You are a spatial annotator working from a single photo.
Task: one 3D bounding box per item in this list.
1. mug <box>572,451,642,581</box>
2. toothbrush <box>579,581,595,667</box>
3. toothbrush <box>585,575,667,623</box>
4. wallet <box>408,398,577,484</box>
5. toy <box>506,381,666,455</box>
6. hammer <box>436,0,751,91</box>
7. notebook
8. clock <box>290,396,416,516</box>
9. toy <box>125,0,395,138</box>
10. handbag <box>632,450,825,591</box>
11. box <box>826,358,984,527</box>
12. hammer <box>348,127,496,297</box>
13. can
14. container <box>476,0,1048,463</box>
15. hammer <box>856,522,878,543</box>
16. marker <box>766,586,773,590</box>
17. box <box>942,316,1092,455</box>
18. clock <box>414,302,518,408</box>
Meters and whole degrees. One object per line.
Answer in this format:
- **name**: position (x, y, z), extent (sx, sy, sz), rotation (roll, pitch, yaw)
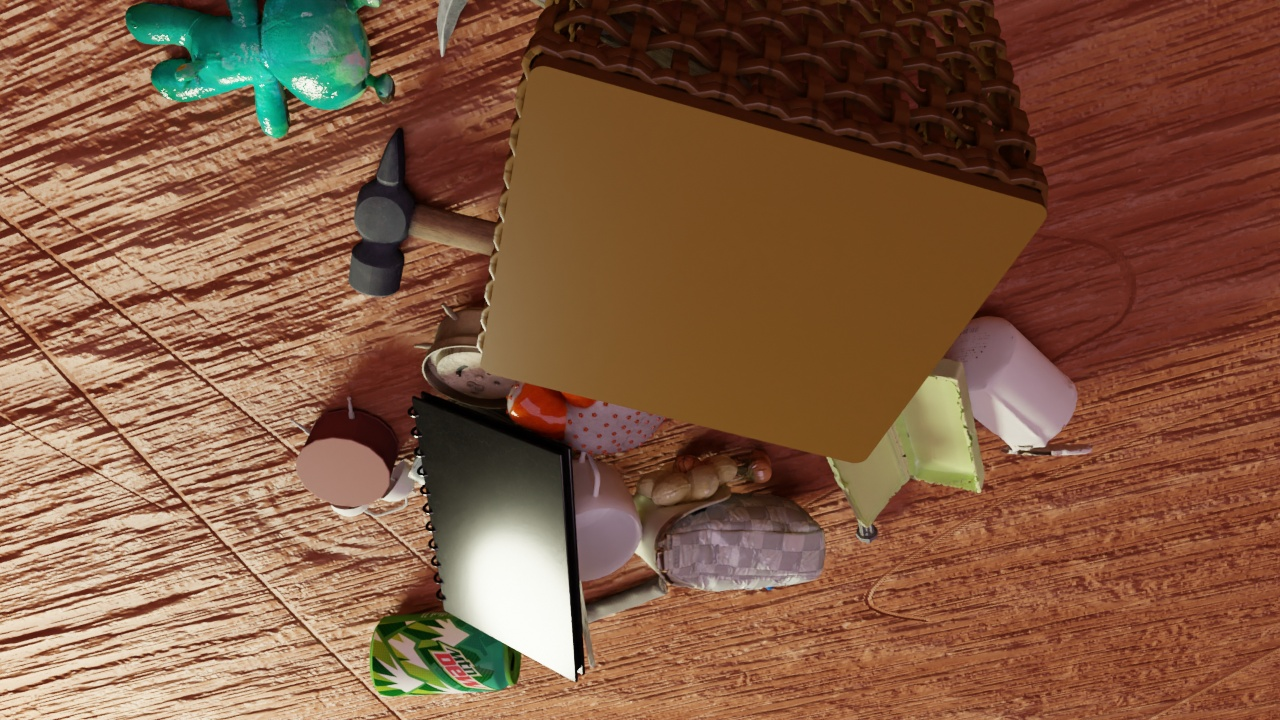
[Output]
- **mug**: position (-0.049, 0.129, 0.795), extent (0.094, 0.068, 0.116), rotation (-3, 125, -20)
- **toothbrush**: position (-0.056, 0.195, 0.829), extent (0.010, 0.181, 0.010), rotation (18, 122, -28)
- **toothbrush**: position (-0.056, 0.270, 0.979), extent (0.186, 0.024, 0.022), rotation (-26, 82, 18)
- **wallet**: position (-0.133, 0.090, 0.832), extent (0.131, 0.054, 0.100), rotation (29, 109, -19)
- **toy**: position (-0.004, 0.004, 0.709), extent (0.163, 0.092, 0.173), rotation (1, 149, -40)
- **hammer**: position (0.019, -0.206, 0.633), extent (0.316, 0.028, 0.147), rotation (25, 128, -16)
- **notebook**: position (-0.122, 0.149, 0.776), extent (0.169, 0.019, 0.232), rotation (17, 122, 31)
- **clock**: position (-0.261, 0.097, 0.841), extent (0.087, 0.044, 0.124), rotation (-20, 123, 14)
- **toy**: position (-0.251, -0.206, 0.612), extent (0.193, 0.072, 0.131), rotation (0, 126, 11)
- **handbag**: position (0.080, 0.144, 0.836), extent (0.171, 0.112, 0.123), rotation (4, 92, -17)
- **box**: position (0.220, 0.066, 0.777), extent (0.133, 0.061, 0.188), rotation (-24, 138, 11)
- **hammer**: position (-0.059, -0.082, 0.719), extent (0.321, 0.040, 0.130), rotation (13, 121, -10)
- **can**: position (-0.203, 0.308, 0.969), extent (0.144, 0.083, 0.083), rotation (-4, 126, 3)
- **container**: position (0.057, -0.109, 0.550), extent (0.251, 0.213, 0.220), rotation (14, 138, -5)
- **hammer**: position (0.186, 0.057, 0.817), extent (0.098, 0.044, 0.322), rotation (-12, 127, 9)
- **marker**: position (0.096, 0.188, 0.925), extent (0.013, 0.013, 0.142), rotation (-30, 120, 20)
- **box**: position (0.319, 0.037, 0.772), extent (0.159, 0.091, 0.081), rotation (33, 150, -23)
- **clock**: position (-0.112, 0.001, 0.762), extent (0.140, 0.054, 0.093), rotation (22, 144, -21)
